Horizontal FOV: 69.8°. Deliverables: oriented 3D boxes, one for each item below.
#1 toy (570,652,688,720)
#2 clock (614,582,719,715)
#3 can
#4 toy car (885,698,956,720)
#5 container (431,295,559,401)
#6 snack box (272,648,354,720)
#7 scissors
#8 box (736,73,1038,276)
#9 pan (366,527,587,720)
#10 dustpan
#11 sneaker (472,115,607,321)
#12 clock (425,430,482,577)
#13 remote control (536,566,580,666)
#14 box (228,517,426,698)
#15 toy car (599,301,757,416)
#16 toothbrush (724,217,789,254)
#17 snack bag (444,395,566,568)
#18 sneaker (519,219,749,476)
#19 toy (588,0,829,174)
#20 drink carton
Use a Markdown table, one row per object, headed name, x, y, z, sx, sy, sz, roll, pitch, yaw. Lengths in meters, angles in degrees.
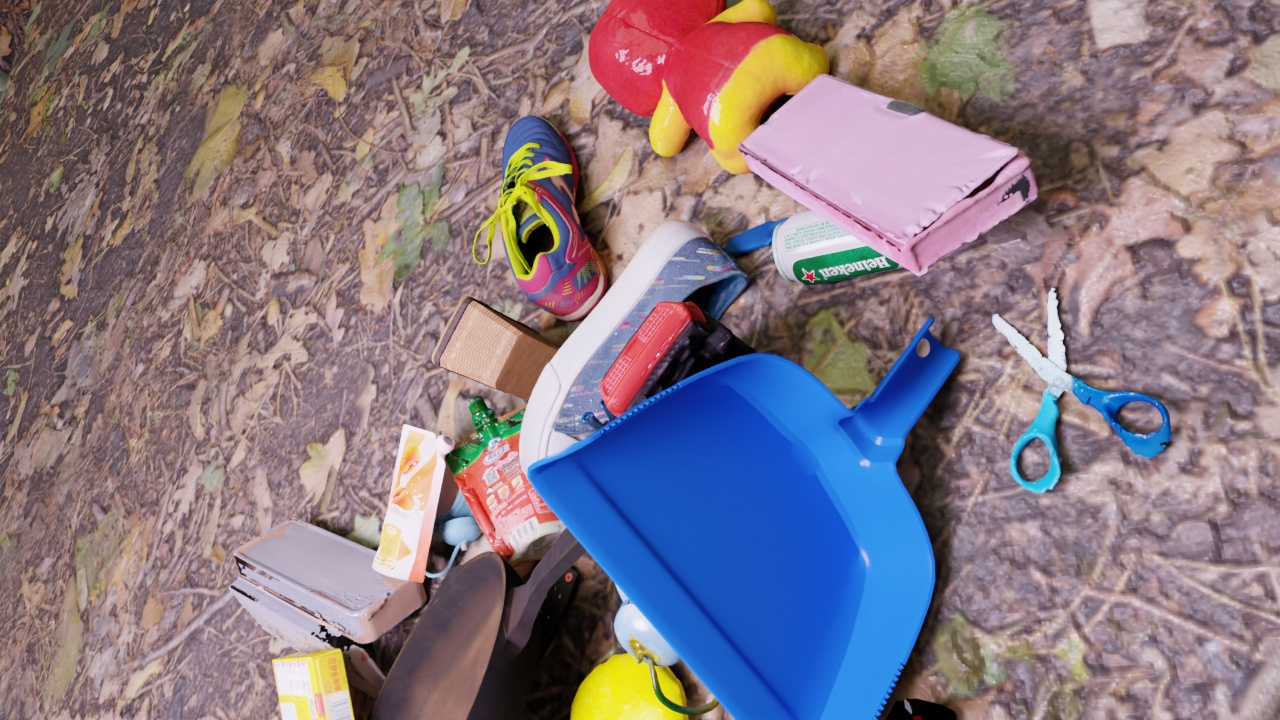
| name | x | y | z | sx | sy | sz | roll | pitch | yaw |
| --- | --- | --- | --- | --- | --- | --- | --- | --- | --- |
| toy | -0.009 | 0.244 | 0.618 | 0.096 | 0.041 | 0.094 | 3 | 68 | 40 |
| clock | 0.035 | 0.138 | 0.581 | 0.060 | 0.118 | 0.161 | -25 | 50 | 41 |
| can | 0.145 | -0.084 | 0.629 | 0.101 | 0.053 | 0.053 | -9 | 66 | 35 |
| toy car | 0.146 | 0.232 | 0.501 | 0.036 | 0.042 | 0.091 | -6 | 66 | 64 |
| container | -0.108 | -0.002 | 0.763 | 0.061 | 0.114 | 0.063 | 26 | 88 | 29 |
| snack box | -0.276 | 0.285 | 0.772 | 0.153 | 0.025 | 0.075 | -28 | 74 | 54 |
| scissors | 0.254 | 0.011 | 0.532 | 0.104 | 0.015 | 0.133 | -14 | 59 | 38 |
| box | 0.145 | -0.131 | 0.597 | 0.098 | 0.046 | 0.232 | -32 | 32 | 0 |
| pan | -0.103 | 0.207 | 0.632 | 0.357 | 0.043 | 0.248 | -49 | 20 | 25 |
| dustpan | 0.104 | 0.066 | 0.538 | 0.256 | 0.245 | 0.060 | -46 | 14 | -30 |
| sneaker | -0.095 | -0.148 | 0.823 | 0.116 | 0.091 | 0.241 | -37 | 51 | 23 |
| clock | -0.167 | 0.127 | 0.800 | 0.087 | 0.042 | 0.123 | 7 | 81 | 40 |
| remote control | -0.085 | 0.213 | 0.711 | 0.039 | 0.010 | 0.124 | 26 | 88 | 42 |
| box | -0.285 | 0.213 | 0.840 | 0.217 | 0.095 | 0.107 | 8 | 54 | 40 |
| toy car | 0.028 | 0.008 | 0.602 | 0.056 | 0.189 | 0.081 | 39 | 95 | 17 |
| toothbrush | 0.118 | -0.100 | 0.683 | 0.133 | 0.016 | 0.021 | -12 | 59 | 34 |
| snack bag | -0.109 | 0.089 | 0.749 | 0.087 | 0.044 | 0.155 | -31 | 59 | -4 |
| sneaker | -0.004 | 0.004 | 0.692 | 0.079 | 0.087 | 0.235 | 32 | 88 | 35 |
| toy | 0.042 | -0.249 | 0.760 | 0.147 | 0.098 | 0.216 | -49 | 53 | 1 |
| drink carton | -0.190 | 0.117 | 0.768 | 0.069 | 0.038 | 0.122 | 10 | 89 | 41 |
